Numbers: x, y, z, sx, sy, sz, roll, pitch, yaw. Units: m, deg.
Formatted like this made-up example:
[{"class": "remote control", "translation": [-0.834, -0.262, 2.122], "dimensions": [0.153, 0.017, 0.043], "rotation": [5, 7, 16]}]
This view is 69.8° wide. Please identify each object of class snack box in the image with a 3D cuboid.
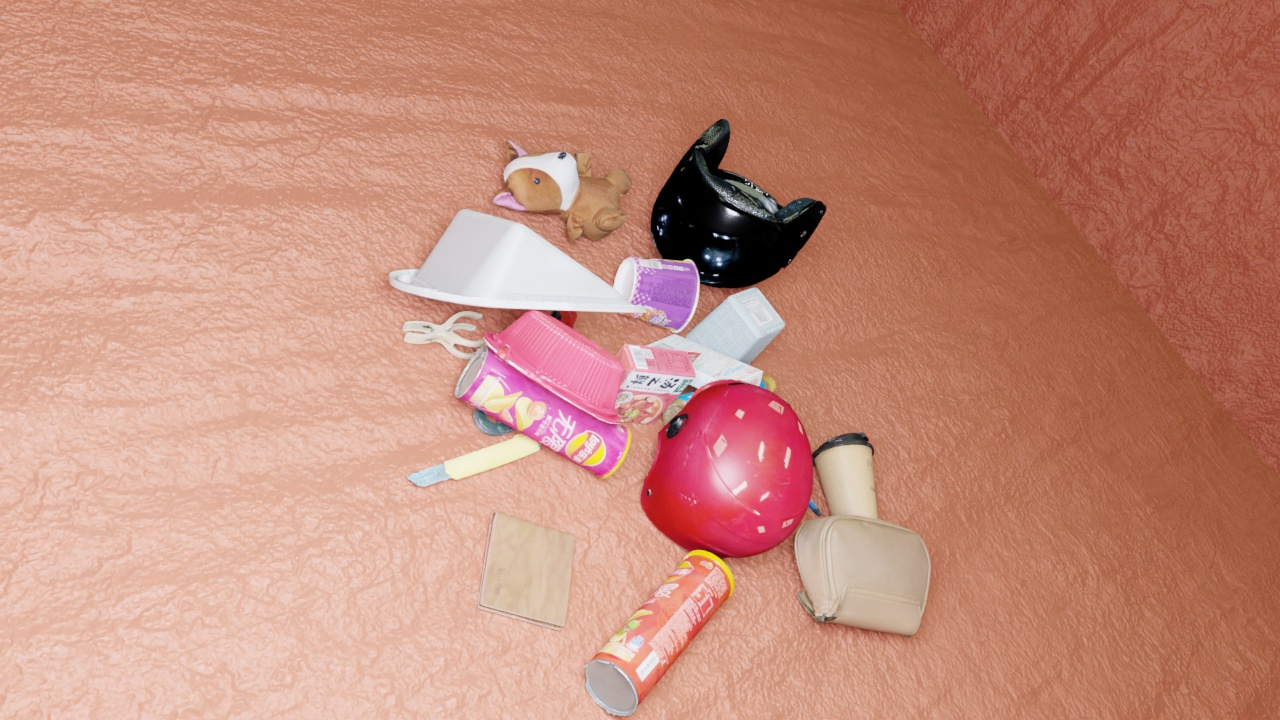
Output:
[{"class": "snack box", "translation": [0.008, 0.034, 1.204], "dimensions": [0.127, 0.113, 0.044], "rotation": [6, 49, -35]}, {"class": "snack box", "translation": [0.084, 0.008, 1.296], "dimensions": [0.157, 0.027, 0.084], "rotation": [25, 29, 31]}]

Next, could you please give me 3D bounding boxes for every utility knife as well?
[{"class": "utility knife", "translation": [-0.182, 0.112, 1.054], "dimensions": [0.195, 0.020, 0.031], "rotation": [-12, 62, -52]}]

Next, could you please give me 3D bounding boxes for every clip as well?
[{"class": "clip", "translation": [-0.231, -0.023, 1.123], "dimensions": [0.103, 0.035, 0.092], "rotation": [-22, 70, -42]}]

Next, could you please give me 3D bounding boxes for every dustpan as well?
[{"class": "dustpan", "translation": [-0.170, -0.088, 1.145], "dimensions": [0.257, 0.142, 0.223], "rotation": [36, -8, -39]}]

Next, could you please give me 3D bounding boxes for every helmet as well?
[{"class": "helmet", "translation": [0.131, 0.132, 1.140], "dimensions": [0.207, 0.144, 0.239], "rotation": [27, 74, -19]}, {"class": "helmet", "translation": [0.143, -0.227, 1.457], "dimensions": [0.233, 0.230, 0.274], "rotation": [47, 18, 16]}]

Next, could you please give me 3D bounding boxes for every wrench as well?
[{"class": "wrench", "translation": [-0.138, 0.007, 1.186], "dimensions": [0.056, 0.016, 0.272], "rotation": [41, 40, -10]}]

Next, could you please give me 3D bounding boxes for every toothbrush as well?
[{"class": "toothbrush", "translation": [0.190, 0.151, 1.289], "dimensions": [0.016, 0.014, 0.189], "rotation": [-5, 42, -41]}]

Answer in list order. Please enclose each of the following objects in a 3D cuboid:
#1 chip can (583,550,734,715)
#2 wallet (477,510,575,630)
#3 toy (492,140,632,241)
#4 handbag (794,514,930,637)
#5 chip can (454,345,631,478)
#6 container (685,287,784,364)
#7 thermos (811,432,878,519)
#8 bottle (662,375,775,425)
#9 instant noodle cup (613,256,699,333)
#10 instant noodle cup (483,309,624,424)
[{"class": "chip can", "translation": [0.026, 0.298, 1.021], "dimensions": [0.073, 0.073, 0.215], "rotation": [48, 40, 6]}, {"class": "wallet", "translation": [-0.123, 0.229, 1.003], "dimensions": [0.101, 0.020, 0.115], "rotation": [21, 47, -22]}, {"class": "toy", "translation": [-0.114, -0.254, 1.360], "dimensions": [0.199, 0.131, 0.139], "rotation": [17, 51, -14]}, {"class": "handbag", "translation": [0.294, 0.286, 1.231], "dimensions": [0.204, 0.100, 0.147], "rotation": [18, 64, -28]}, {"class": "chip can", "translation": [-0.114, 0.063, 1.094], "dimensions": [0.210, 0.072, 0.071], "rotation": [32, 41, -23]}, {"class": "container", "translation": [0.146, -0.045, 1.386], "dimensions": [0.090, 0.112, 0.090], "rotation": [-22, 71, -47]}, {"class": "thermos", "translation": [0.305, 0.182, 1.340], "dimensions": [0.093, 0.093, 0.143], "rotation": [13, 55, -30]}, {"class": "bottle", "translation": [0.121, 0.059, 1.314], "dimensions": [0.218, 0.065, 0.065], "rotation": [-17, 68, -47]}, {"class": "instant noodle cup", "translation": [0.019, -0.102, 1.345], "dimensions": [0.099, 0.112, 0.111], "rotation": [8, 51, -22]}, {"class": "instant noodle cup", "translation": [-0.089, -0.002, 1.092], "dimensions": [0.194, 0.066, 0.194], "rotation": [33, 2, -2]}]
